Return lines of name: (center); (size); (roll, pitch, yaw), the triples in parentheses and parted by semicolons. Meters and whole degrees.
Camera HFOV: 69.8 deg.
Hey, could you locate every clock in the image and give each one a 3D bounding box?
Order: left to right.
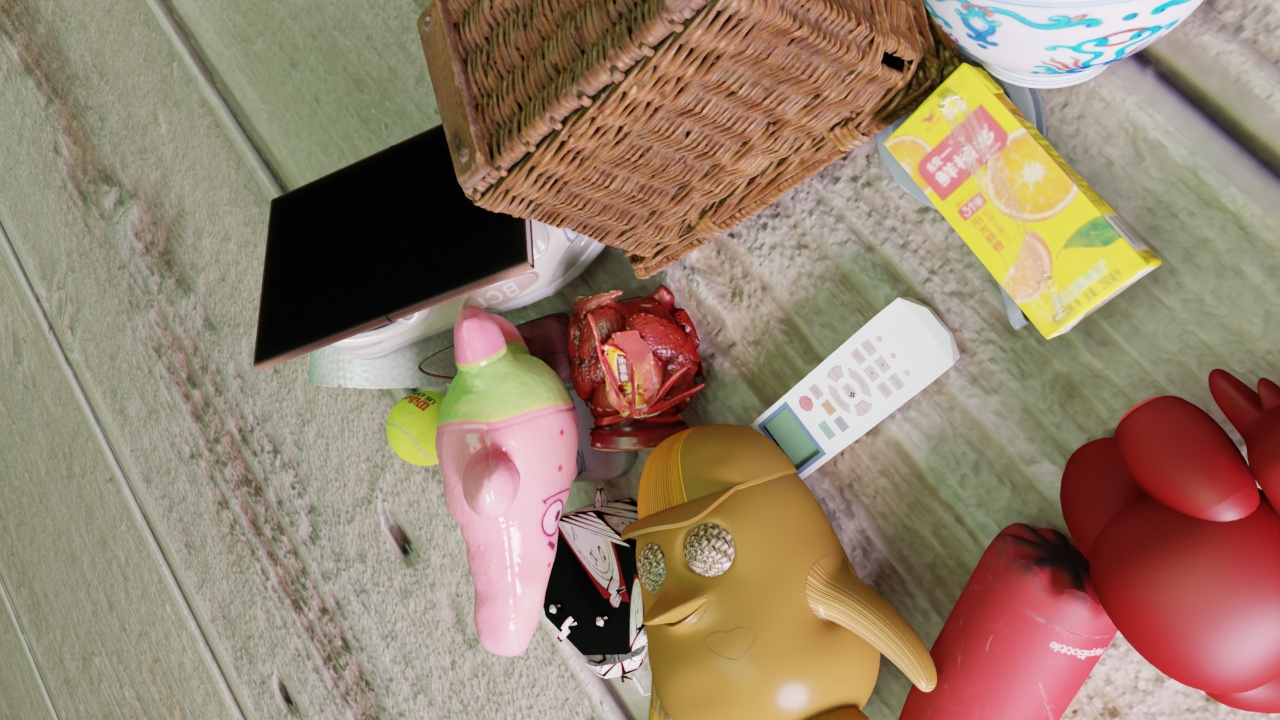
clock: (-0.020, 0.181, 0.688); (0.115, 0.064, 0.154); (-43, 70, 34)

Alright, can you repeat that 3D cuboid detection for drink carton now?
drink carton: (0.188, -0.081, 0.462); (0.059, 0.042, 0.134); (-45, 69, 33)

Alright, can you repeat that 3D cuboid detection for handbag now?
handbag: (-0.111, -0.003, 0.707); (0.119, 0.029, 0.055); (-7, 95, -5)

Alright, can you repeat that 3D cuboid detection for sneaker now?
sneaker: (-0.124, -0.070, 0.648); (0.242, 0.090, 0.089); (-26, 87, 2)

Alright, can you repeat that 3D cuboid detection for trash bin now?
trash bin: (-0.207, -0.062, 0.759); (0.133, 0.133, 0.161); (3, 95, 38)

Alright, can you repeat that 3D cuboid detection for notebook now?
notebook: (-0.166, -0.085, 0.605); (0.209, 0.008, 0.141); (-18, 59, 19)

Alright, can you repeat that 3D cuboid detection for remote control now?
remote control: (-0.069, 0.061, 0.735); (0.151, 0.019, 0.074); (-10, 91, 39)
remote control: (0.132, 0.018, 0.566); (0.049, 0.024, 0.144); (54, 129, 13)

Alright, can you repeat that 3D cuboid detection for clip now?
clip: (0.176, -0.091, 0.516); (0.128, 0.028, 0.167); (-34, 75, 37)

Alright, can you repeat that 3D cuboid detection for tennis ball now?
tennis ball: (-0.187, 0.059, 0.798); (0.065, 0.065, 0.065); (7, 102, 37)

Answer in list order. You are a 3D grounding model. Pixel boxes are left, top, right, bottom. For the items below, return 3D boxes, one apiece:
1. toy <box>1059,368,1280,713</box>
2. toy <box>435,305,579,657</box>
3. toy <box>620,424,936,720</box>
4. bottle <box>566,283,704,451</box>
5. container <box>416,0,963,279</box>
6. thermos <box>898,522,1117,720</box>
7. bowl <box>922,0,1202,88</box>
toy: (0.292, 0.066, 0.394); (0.158, 0.120, 0.198); (55, 135, 20)
toy: (-0.089, 0.083, 0.622); (0.097, 0.192, 0.236); (-2, 90, 8)
toy: (0.059, 0.136, 0.557); (0.199, 0.162, 0.203); (-26, 73, 35)
bottle: (-0.004, 0.004, 0.628); (0.099, 0.098, 0.111); (-2, 92, 38)
container: (0.010, -0.176, 0.513); (0.251, 0.182, 0.162); (-30, 69, 37)
thermos: (0.188, 0.207, 0.525); (0.073, 0.073, 0.240); (32, 116, 30)
bowl: (0.199, -0.180, 0.438); (0.144, 0.143, 0.074); (29, 154, 31)
